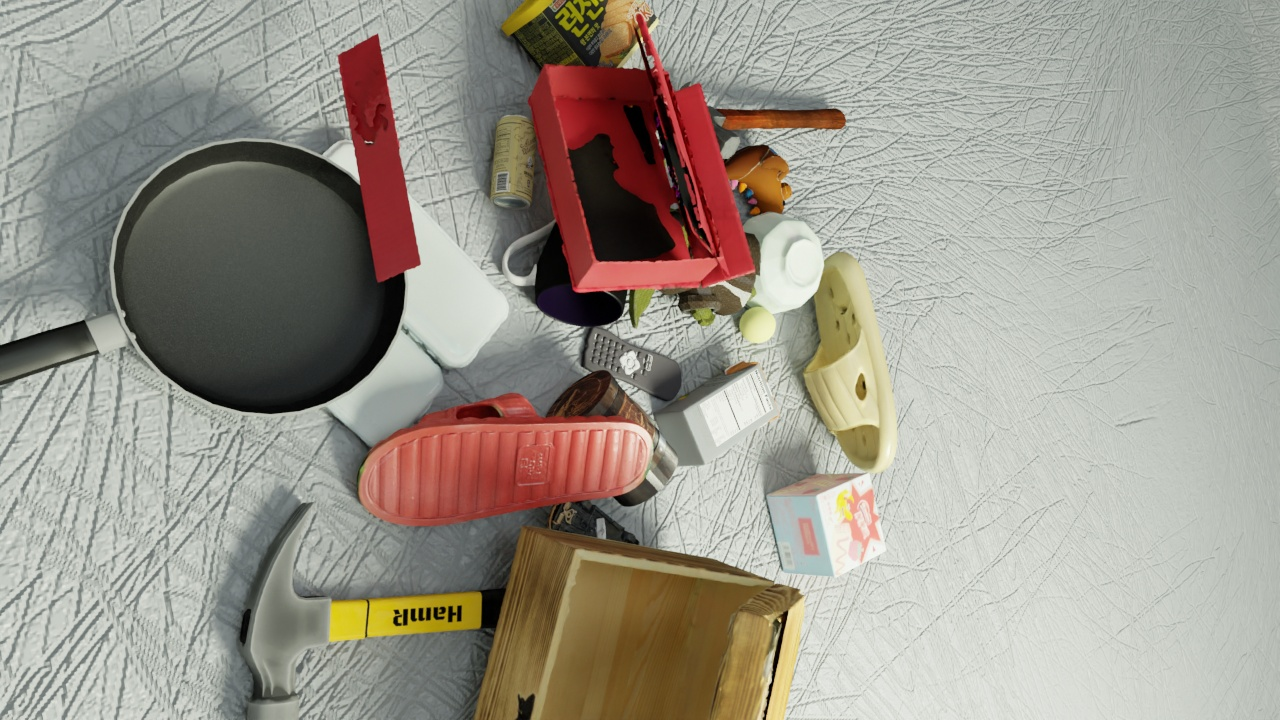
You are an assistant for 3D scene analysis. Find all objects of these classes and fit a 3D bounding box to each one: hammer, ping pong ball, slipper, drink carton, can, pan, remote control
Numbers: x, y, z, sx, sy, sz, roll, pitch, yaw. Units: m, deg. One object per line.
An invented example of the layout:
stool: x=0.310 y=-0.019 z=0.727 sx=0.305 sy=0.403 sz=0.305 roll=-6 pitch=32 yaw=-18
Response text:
hammer: x=0.148 y=-0.278 z=1.057 sx=0.299 sy=0.028 sz=0.111 roll=-16 pitch=52 yaw=-46
ping pong ball: x=0.131 y=-0.039 z=1.023 sx=0.040 sy=0.040 sz=0.040 roll=7 pitch=79 yaw=-37
slipper: x=-0.113 y=0.079 z=0.781 sx=0.248 sy=0.059 sz=0.104 roll=-4 pitch=118 yaw=-18
hammer: x=-0.164 y=0.206 z=0.768 sx=0.323 sy=0.034 sz=0.169 roll=8 pitch=77 yaw=-38
drink carton: x=0.082 y=0.056 z=0.966 sx=0.124 sy=0.049 sz=0.076 roll=-29 pitch=101 yaw=-37
can: x=-0.056 y=-0.334 z=0.907 sx=0.101 sy=0.073 sz=0.130 roll=47 pitch=58 yaw=-25
pan: x=-0.336 y=-0.032 z=0.643 sx=0.354 sy=0.044 sz=0.204 roll=-25 pitch=99 yaw=-31
can: x=-0.118 y=-0.185 z=0.856 sx=0.038 sy=0.038 sz=0.079 roll=11 pitch=76 yaw=-36
slipper: x=0.226 y=0.004 z=1.062 sx=0.079 sy=0.111 sz=0.261 roll=-4 pitch=81 yaw=-16
remote control: x=-0.006 y=0.005 z=0.931 sx=0.124 sy=0.009 sz=0.046 roll=23 pitch=70 yaw=-33

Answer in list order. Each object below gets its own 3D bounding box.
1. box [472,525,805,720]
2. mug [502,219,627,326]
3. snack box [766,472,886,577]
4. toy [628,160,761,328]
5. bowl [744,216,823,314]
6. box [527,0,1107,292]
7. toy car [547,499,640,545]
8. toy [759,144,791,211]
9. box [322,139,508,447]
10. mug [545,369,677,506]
box: x=0.041 y=0.310 z=0.738 sx=0.269 sy=0.265 sz=0.279 roll=18 pitch=82 yaw=-37
mug: x=-0.068 y=-0.097 z=0.863 sx=0.119 sy=0.085 sz=0.100 roll=9 pitch=65 yaw=-6
snack box: x=0.208 y=0.181 z=1.023 sx=0.094 sy=0.080 sz=0.093 roll=-14 pitch=92 yaw=-39
toy: x=0.058 y=-0.107 z=0.952 sx=0.152 sy=0.078 sz=0.179 roll=17 pitch=75 yaw=-31
bowl: x=0.163 y=-0.108 z=1.030 sx=0.117 sy=0.061 sz=0.117 roll=-5 pitch=98 yaw=-34
box: x=0.142 y=-0.203 z=0.839 sx=0.467 sy=0.138 sz=0.214 roll=-11 pitch=71 yaw=-8
toy car: x=-0.051 y=0.161 z=0.848 sx=0.112 sy=0.047 sz=0.047 roll=43 pitch=61 yaw=-30
toy: x=0.124 y=-0.195 z=1.048 sx=0.103 sy=0.070 sz=0.090 roll=-31 pitch=116 yaw=-14
box: x=-0.226 y=-0.055 z=0.756 sx=0.209 sy=0.038 sz=0.189 roll=49 pitch=55 yaw=-19
mug: x=-0.023 y=0.064 z=0.875 sx=0.107 sy=0.080 sz=0.115 roll=49 pitch=31 yaw=-23
